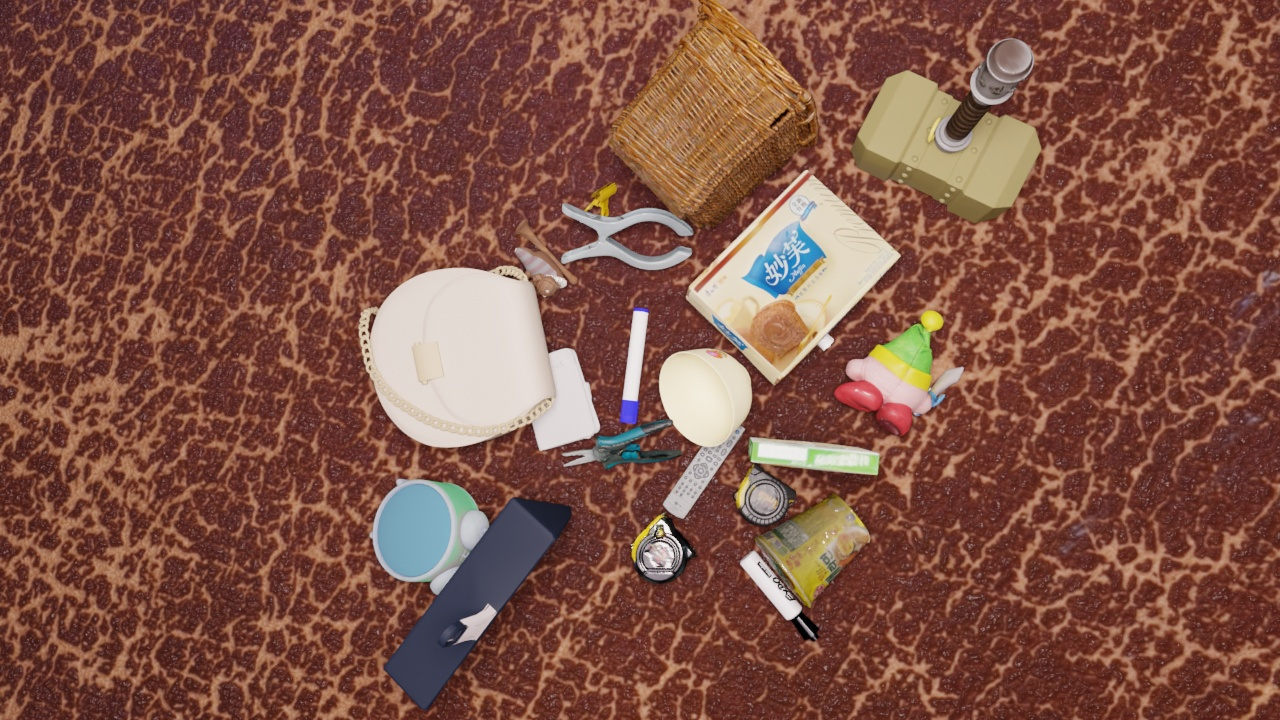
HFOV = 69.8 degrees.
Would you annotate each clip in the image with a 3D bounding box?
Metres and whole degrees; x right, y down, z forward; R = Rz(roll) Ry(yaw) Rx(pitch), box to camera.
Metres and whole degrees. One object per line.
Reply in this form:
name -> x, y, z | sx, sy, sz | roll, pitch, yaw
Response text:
clip -> -0.017, -0.165, 1.114 | 0.163, 0.028, 0.108 | 0, 115, 1
clip -> -0.046, -0.194, 1.140 | 0.035, 0.052, 0.046 | 32, 121, 3

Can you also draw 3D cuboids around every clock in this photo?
clock -> -0.242, 0.216, 1.109 | 0.162, 0.075, 0.122 | 26, 89, 27

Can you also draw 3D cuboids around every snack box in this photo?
snack box -> 0.189, 0.106, 1.031 | 0.132, 0.168, 0.027 | 5, 87, 6
snack box -> 0.178, -0.098, 1.084 | 0.153, 0.055, 0.207 | 44, 82, 6

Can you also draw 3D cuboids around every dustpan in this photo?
dustpan -> -0.169, 0.269, 1.006 | 0.080, 0.273, 0.236 | 38, 92, 22

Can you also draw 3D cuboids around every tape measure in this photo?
tape measure -> 0.147, 0.168, 1.100 | 0.067, 0.038, 0.062 | 32, 83, 4
tape measure -> 0.025, 0.232, 1.108 | 0.072, 0.042, 0.071 | -40, 85, -1

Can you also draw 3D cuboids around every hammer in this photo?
hammer -> 0.340, -0.253, 0.952 | 0.190, 0.325, 0.100 | 27, 90, 7

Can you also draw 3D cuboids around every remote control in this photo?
remote control -> 0.077, 0.131, 1.120 | 0.033, 0.013, 0.136 | 35, 92, 7

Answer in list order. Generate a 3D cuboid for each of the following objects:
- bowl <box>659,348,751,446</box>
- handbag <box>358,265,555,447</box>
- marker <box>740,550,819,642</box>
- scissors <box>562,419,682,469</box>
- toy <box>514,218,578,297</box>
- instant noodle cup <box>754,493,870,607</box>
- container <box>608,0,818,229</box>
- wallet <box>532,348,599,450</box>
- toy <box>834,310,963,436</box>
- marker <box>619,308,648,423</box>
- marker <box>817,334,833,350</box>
bowl -> 0.090, 0.034, 1.089 | 0.073, 0.118, 0.118 | -25, 83, -38
handbag -> -0.215, -0.004, 1.113 | 0.209, 0.103, 0.210 | -12, 88, 8
marker -> 0.168, 0.284, 1.097 | 0.025, 0.025, 0.126 | -40, 84, 3
scissors -> -0.017, 0.108, 1.120 | 0.149, 0.019, 0.122 | 20, 120, -13
toy -> -0.127, -0.121, 1.143 | 0.102, 0.042, 0.054 | 46, 70, -1
instant noodle cup -> 0.204, 0.215, 1.068 | 0.108, 0.102, 0.102 | -37, 84, -5
container -> 0.080, -0.259, 1.032 | 0.183, 0.249, 0.162 | -44, 83, 11
wallet -> -0.102, 0.047, 1.139 | 0.086, 0.032, 0.116 | -14, 87, 16
toy -> 0.309, 0.015, 1.065 | 0.124, 0.097, 0.131 | 33, 72, 1
marker -> -0.007, 0.007, 1.133 | 0.020, 0.020, 0.141 | 7, 88, 7
marker -> 0.183, -0.065, 1.117 | 0.133, 0.017, 0.020 | 46, 56, 7
